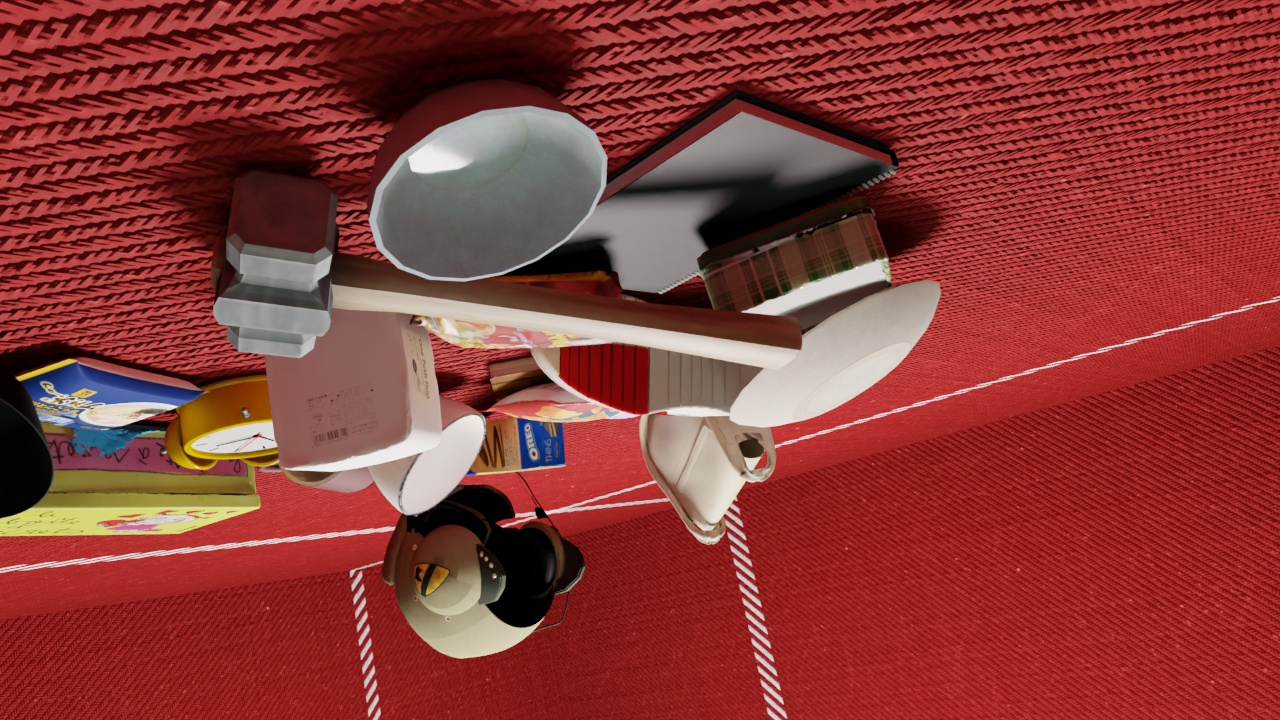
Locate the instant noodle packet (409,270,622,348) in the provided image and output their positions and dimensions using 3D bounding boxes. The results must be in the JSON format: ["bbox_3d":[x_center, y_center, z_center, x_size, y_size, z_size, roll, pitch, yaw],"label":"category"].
[{"bbox_3d":[-0.076,-0.032,0.609,0.135,0.039,0.098,-1,168,4],"label":"instant noodle packet"}]

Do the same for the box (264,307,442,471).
[{"bbox_3d":[-0.181,0.022,0.634,0.103,0.110,0.130,-14,166,11],"label":"box"}]

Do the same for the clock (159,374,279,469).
[{"bbox_3d":[-0.327,0.054,0.763,0.113,0.052,0.152,2,157,-46],"label":"clock"}]

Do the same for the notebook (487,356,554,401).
[{"bbox_3d":[-0.021,0.006,0.907,0.249,0.014,0.179,-10,167,-7],"label":"notebook"}]

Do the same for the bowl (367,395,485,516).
[{"bbox_3d":[-0.207,0.081,0.862,0.116,0.066,0.116,-49,161,-23],"label":"bowl"}]

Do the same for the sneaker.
[{"bbox_3d":[-0.004,0.004,0.760,0.236,0.090,0.104,7,170,-38],"label":"sneaker"}]

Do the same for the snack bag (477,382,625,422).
[{"bbox_3d":[-0.062,0.039,0.877,0.130,0.039,0.144,-1,176,-39],"label":"snack bag"}]

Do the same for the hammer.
[{"bbox_3d":[-0.058,-0.029,0.504,0.322,0.051,0.118,7,155,-21],"label":"hammer"}]

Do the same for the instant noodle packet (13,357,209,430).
[{"bbox_3d":[-0.382,0.024,0.641,0.087,0.026,0.134,-17,166,9],"label":"instant noodle packet"}]

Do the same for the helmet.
[{"bbox_3d":[-0.228,0.268,1.245,0.233,0.255,0.250,-23,162,28],"label":"helmet"}]

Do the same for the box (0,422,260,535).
[{"bbox_3d":[-0.460,0.104,0.792,0.125,0.082,0.220,-17,167,21],"label":"box"}]

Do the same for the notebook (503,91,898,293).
[{"bbox_3d":[0.030,-0.089,0.558,0.148,0.016,0.207,3,160,-44],"label":"notebook"}]

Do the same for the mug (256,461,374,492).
[{"bbox_3d":[-0.309,0.090,0.875,0.106,0.073,0.082,-15,167,3],"label":"mug"}]

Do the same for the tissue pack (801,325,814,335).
[{"bbox_3d":[0.159,-0.024,0.861,0.104,0.071,0.181,4,164,1],"label":"tissue pack"}]

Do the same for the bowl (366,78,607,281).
[{"bbox_3d":[-0.071,-0.084,0.405,0.106,0.039,0.106,-20,153,-11],"label":"bowl"}]

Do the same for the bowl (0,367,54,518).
[{"bbox_3d":[-0.413,0.036,0.557,0.124,0.052,0.124,-2,128,-3],"label":"bowl"}]

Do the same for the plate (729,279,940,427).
[{"bbox_3d":[0.157,0.006,0.713,0.188,0.027,0.189,-26,160,-11],"label":"plate"}]

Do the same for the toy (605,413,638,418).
[{"bbox_3d":[-0.019,0.046,1.021,0.099,0.036,0.080,-8,175,-14],"label":"toy"}]

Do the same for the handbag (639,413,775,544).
[{"bbox_3d":[0.098,0.096,1.068,0.131,0.184,0.230,-11,150,-17],"label":"handbag"}]

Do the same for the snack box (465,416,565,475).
[{"bbox_3d":[-0.160,0.094,0.992,0.057,0.056,0.207,-3,174,-37],"label":"snack box"}]

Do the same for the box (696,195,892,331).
[{"bbox_3d":[0.117,-0.057,0.649,0.118,0.050,0.205,-22,172,16],"label":"box"}]
